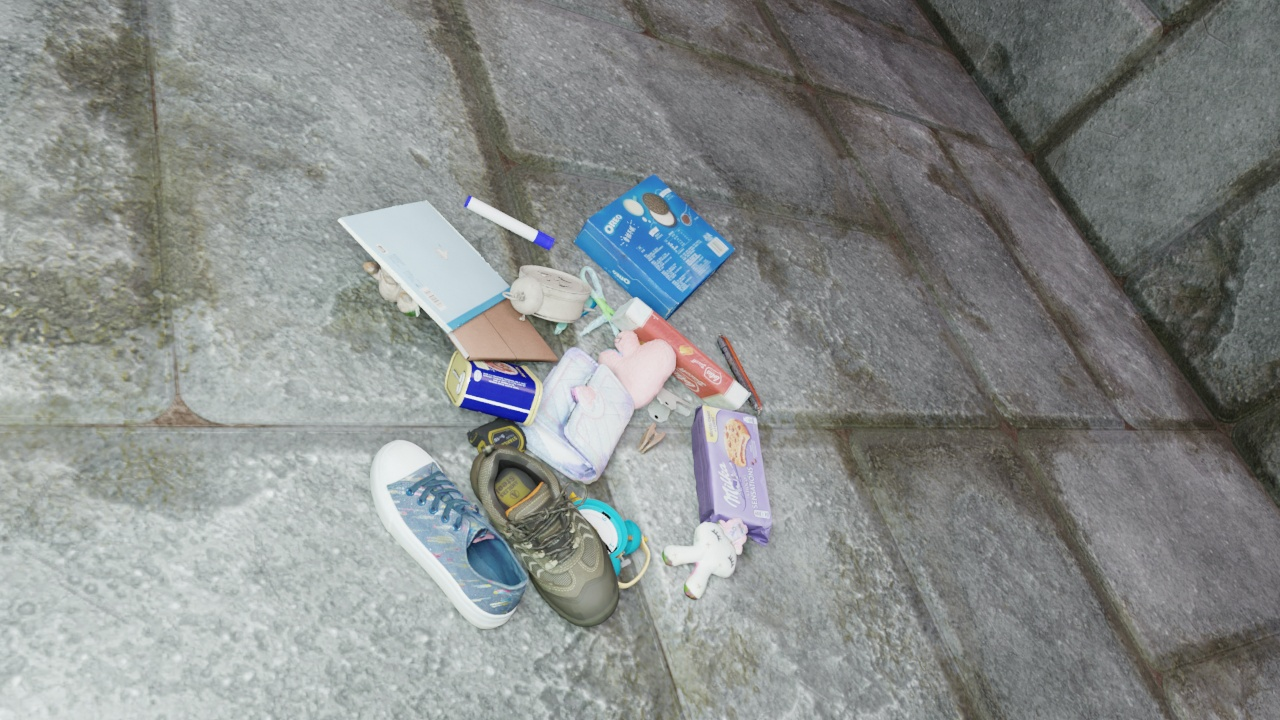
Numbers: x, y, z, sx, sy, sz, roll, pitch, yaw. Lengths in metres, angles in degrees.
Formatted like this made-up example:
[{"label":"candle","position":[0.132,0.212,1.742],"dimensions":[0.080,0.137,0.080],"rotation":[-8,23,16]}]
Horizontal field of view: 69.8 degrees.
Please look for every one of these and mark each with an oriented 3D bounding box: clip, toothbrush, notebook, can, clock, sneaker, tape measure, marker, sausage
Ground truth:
[{"label":"clip","position":[0.029,0.064,1.322],"dimensions":[0.101,0.046,0.055],"rotation":[30,35,-12]},{"label":"clip","position":[0.013,0.104,1.265],"dimensions":[0.058,0.026,0.052],"rotation":[4,51,-37]},{"label":"toothbrush","position":[-0.091,-0.071,1.344],"dimensions":[0.022,0.017,0.134],"rotation":[40,36,1]},{"label":"notebook","position":[-0.199,-0.053,1.177],"dimensions":[0.141,0.008,0.208],"rotation":[51,18,16]},{"label":"can","position":[-0.181,0.031,1.117],"dimensions":[0.092,0.056,0.116],"rotation":[16,8,-24]},{"label":"clock","position":[-0.048,0.217,1.104],"dimensions":[0.129,0.044,0.098],"rotation":[38,40,6]},{"label":"clock","position":[-0.136,-0.086,1.263],"dimensions":[0.103,0.061,0.156],"rotation":[27,19,27]},{"label":"sneaker","position":[-0.098,0.177,0.999],"dimensions":[0.101,0.143,0.238],"rotation":[-37,80,-18]},{"label":"tape measure","position":[-0.170,0.101,1.114],"dimensions":[0.061,0.034,0.061],"rotation":[-24,69,-47]},{"label":"marker","position":[-0.196,-0.206,1.375],"dimensions":[0.141,0.020,0.020],"rotation":[26,43,-18]},{"label":"sneaker","position":[-0.206,0.176,0.985],"dimensions":[0.235,0.079,0.087],"rotation":[52,41,11]},{"label":"sausage","position":[0.156,0.020,1.456],"dimensions":[0.020,0.020,0.155],"rotation":[-4,58,-40]},{"label":"notebook","position":[-0.260,-0.127,1.166],"dimensions":[0.181,0.009,0.253],"rotation":[46,17,-3]}]

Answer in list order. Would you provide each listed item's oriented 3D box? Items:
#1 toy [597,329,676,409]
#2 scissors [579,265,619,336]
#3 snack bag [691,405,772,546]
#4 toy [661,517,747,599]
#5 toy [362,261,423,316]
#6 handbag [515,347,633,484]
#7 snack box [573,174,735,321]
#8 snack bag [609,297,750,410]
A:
[{"label":"toy","position":[-0.008,0.008,1.287],"dimensions":[0.105,0.108,0.053],"rotation":[41,5,20]},{"label":"scissors","position":[-0.050,-0.070,1.365],"dimensions":[0.172,0.023,0.171],"rotation":[59,34,-2]},{"label":"snack bag","position":[0.121,0.160,1.276],"dimensions":[0.096,0.059,0.205],"rotation":[15,50,-22]},{"label":"toy","position":[0.090,0.244,1.171],"dimensions":[0.122,0.038,0.079],"rotation":[-33,85,-26]},{"label":"toy","position":[-0.299,-0.102,1.153],"dimensions":[0.106,0.074,0.085],"rotation":[62,8,22]},{"label":"handbag","position":[-0.077,0.069,1.192],"dimensions":[0.126,0.069,0.158],"rotation":[38,38,-7]},{"label":"snack box","position":[0.028,-0.189,1.510],"dimensions":[0.195,0.056,0.238],"rotation":[43,41,2]},{"label":"snack bag","position":[0.057,-0.005,1.341],"dimensions":[0.225,0.078,0.041],"rotation":[41,71,-10]}]
